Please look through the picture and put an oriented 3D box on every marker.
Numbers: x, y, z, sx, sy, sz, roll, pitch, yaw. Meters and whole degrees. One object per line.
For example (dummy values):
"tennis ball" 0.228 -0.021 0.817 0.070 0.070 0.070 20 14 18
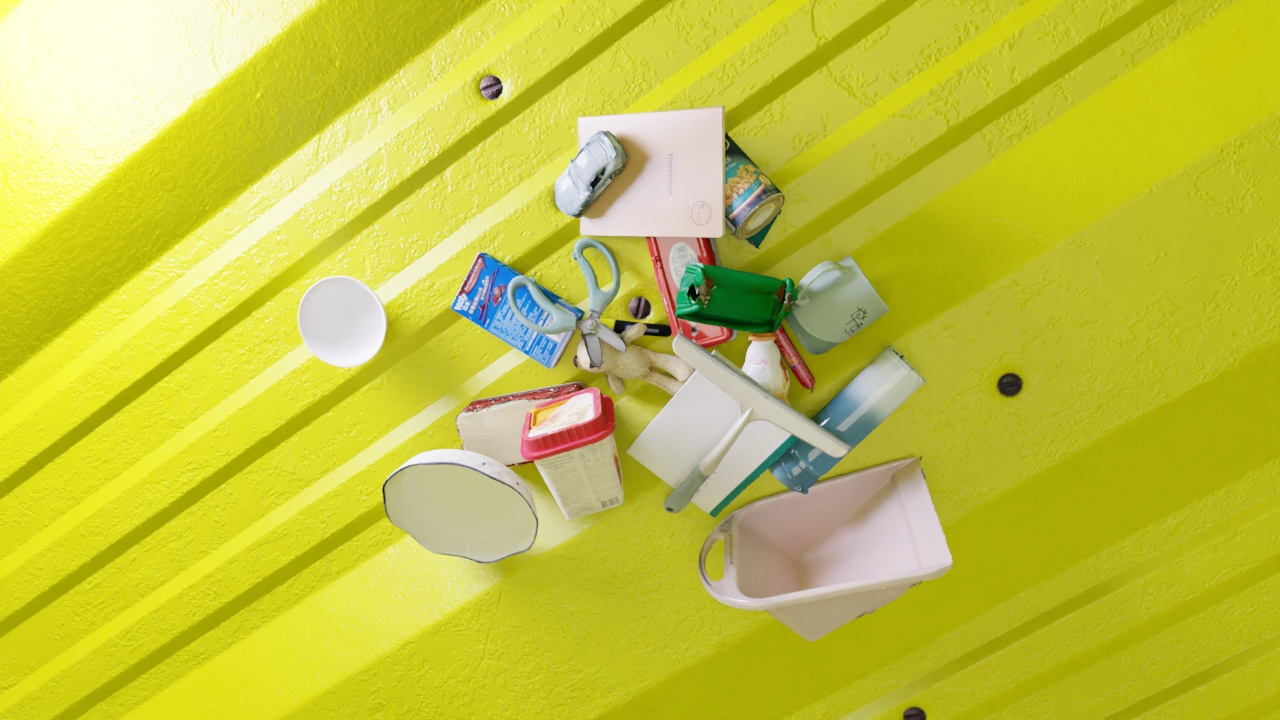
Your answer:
"marker" -0.021 -0.042 1.180 0.124 0.015 0.018 5 106 7

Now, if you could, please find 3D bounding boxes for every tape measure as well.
"tape measure" 0.138 -0.174 1.129 0.054 0.025 0.058 30 103 0

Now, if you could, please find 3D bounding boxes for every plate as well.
"plate" -0.231 0.187 1.197 0.205 0.045 0.205 6 133 7

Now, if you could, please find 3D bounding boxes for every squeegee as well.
"squeegee" 0.087 0.124 1.143 0.246 0.039 0.247 34 126 -1

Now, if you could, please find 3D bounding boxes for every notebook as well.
"notebook" 0.093 0.099 1.157 0.150 0.012 0.210 38 126 -3
"notebook" 0.009 -0.222 1.097 0.208 0.008 0.148 6 103 34

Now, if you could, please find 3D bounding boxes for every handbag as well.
"handbag" 0.110 -0.072 1.070 0.131 0.120 0.068 10 91 -5

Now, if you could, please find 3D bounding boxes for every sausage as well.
"sausage" 0.178 -0.026 1.156 0.020 0.020 0.156 -31 96 12

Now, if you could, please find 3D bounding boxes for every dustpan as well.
"dustpan" 0.210 0.210 1.098 0.139 0.222 0.274 40 111 -14

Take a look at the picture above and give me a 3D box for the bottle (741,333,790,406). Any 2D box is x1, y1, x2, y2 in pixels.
"bottle" 0.154 0.021 1.145 0.063 0.063 0.108 -2 101 8

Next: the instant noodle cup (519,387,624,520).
"instant noodle cup" -0.075 0.116 1.112 0.117 0.116 0.124 -17 112 3

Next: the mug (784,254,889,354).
"mug" 0.225 -0.070 1.098 0.106 0.082 0.111 -35 135 15

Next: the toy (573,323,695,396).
"toy" -0.007 0.007 1.163 0.157 0.066 0.105 17 120 1

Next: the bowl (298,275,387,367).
"bowl" -0.377 -0.055 1.200 0.118 0.064 0.118 1 102 6

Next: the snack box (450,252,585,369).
"snack box" -0.158 -0.065 1.182 0.157 0.026 0.085 31 104 7

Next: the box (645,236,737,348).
"box" 0.061 -0.112 1.148 0.087 0.048 0.201 -15 99 8

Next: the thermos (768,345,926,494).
"thermos" 0.252 0.077 1.144 0.070 0.070 0.221 44 103 -3

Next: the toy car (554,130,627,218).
"toy car" -0.065 -0.227 1.121 0.121 0.036 0.054 -45 73 35

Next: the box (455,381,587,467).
"box" -0.149 0.086 1.190 0.168 0.079 0.091 -11 100 9

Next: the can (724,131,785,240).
"can" 0.109 -0.206 1.084 0.075 0.075 0.111 -43 73 13

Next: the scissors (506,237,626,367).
"scissors" -0.094 -0.067 1.143 0.177 0.019 0.173 -8 77 -4
